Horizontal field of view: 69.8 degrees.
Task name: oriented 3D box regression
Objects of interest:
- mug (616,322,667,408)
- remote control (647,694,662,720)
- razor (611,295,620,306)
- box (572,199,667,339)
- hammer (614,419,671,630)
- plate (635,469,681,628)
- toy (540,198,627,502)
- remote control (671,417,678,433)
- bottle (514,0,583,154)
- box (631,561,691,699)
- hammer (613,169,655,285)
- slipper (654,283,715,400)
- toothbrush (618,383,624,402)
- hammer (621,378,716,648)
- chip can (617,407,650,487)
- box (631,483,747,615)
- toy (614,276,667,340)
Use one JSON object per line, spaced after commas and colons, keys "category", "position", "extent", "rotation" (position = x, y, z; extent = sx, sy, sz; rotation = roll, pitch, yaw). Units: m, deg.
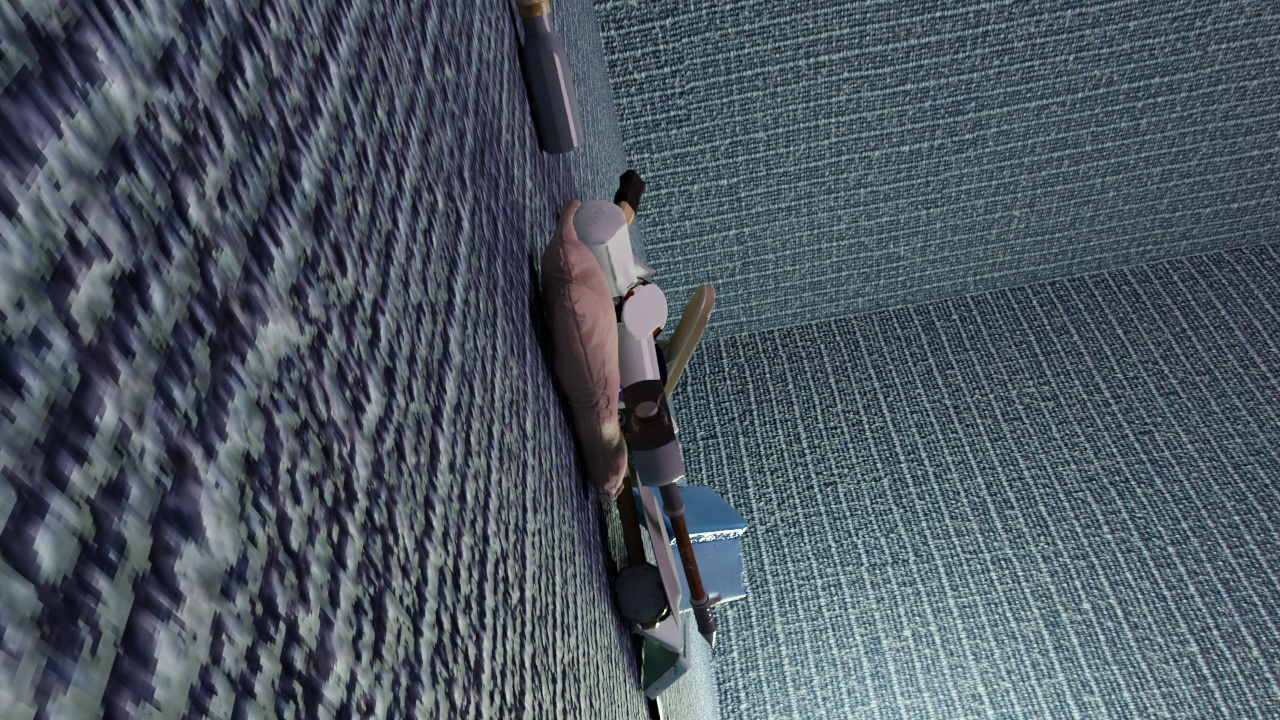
{"category": "mug", "position": [-0.007, 0.007, 1.163], "extent": [0.111, 0.079, 0.097], "rotation": [1, 77, -48]}
{"category": "remote control", "position": [0.019, 0.401, 1.173], "extent": [0.150, 0.013, 0.034], "rotation": [-87, 167, -74]}
{"category": "razor", "position": [-0.052, -0.071, 1.157], "extent": [0.052, 0.047, 0.142], "rotation": [53, 16, -20]}
{"category": "box", "position": [-0.030, -0.103, 1.081], "extent": [0.084, 0.119, 0.160], "rotation": [-53, 151, -29]}
{"category": "hammer", "position": [-0.021, 0.141, 1.054], "extent": [0.098, 0.052, 0.328], "rotation": [70, 8, -71]}
{"category": "plate", "position": [0.024, 0.205, 1.014], "extent": [0.178, 0.012, 0.178], "rotation": [-11, 85, -89]}
{"category": "toy", "position": [-0.045, 0.001, 0.874], "extent": [0.265, 0.065, 0.195], "rotation": [78, 9, -49]}
{"category": "remote control", "position": [0.018, 0.102, 1.437], "extent": [0.060, 0.025, 0.139], "rotation": [58, -22, 6]}
{"category": "bottle", "position": [-0.100, -0.310, 0.990], "extent": [0.072, 0.046, 0.161], "rotation": [-93, 172, -63]}
{"category": "box", "position": [0.017, 0.318, 1.141], "extent": [0.096, 0.086, 0.198], "rotation": [49, 7, -7]}
{"category": "hammer", "position": [-0.024, -0.204, 1.286], "extent": [0.131, 0.039, 0.327], "rotation": [50, 20, -19]}
{"category": "slipper", "position": [0.028, -0.001, 1.313], "extent": [0.264, 0.052, 0.114], "rotation": [-60, -166, 29]}
{"category": "toothbrush", "position": [-0.025, 0.035, 1.067], "extent": [0.186, 0.015, 0.016], "rotation": [47, 20, -48]}
{"category": "hammer", "position": [0.043, 0.186, 0.969], "extent": [0.156, 0.043, 0.322], "rotation": [-102, 177, -64]}
{"category": "chip can", "position": [0.005, 0.115, 1.272], "extent": [0.075, 0.075, 0.223], "rotation": [-92, 172, -65]}
{"category": "box", "position": [0.077, 0.235, 1.208], "extent": [0.231, 0.066, 0.173], "rotation": [11, 49, -60]}
{"category": "toy", "position": [-0.014, -0.071, 1.263], "extent": [0.119, 0.100, 0.097], "rotation": [75, 8, -64]}
